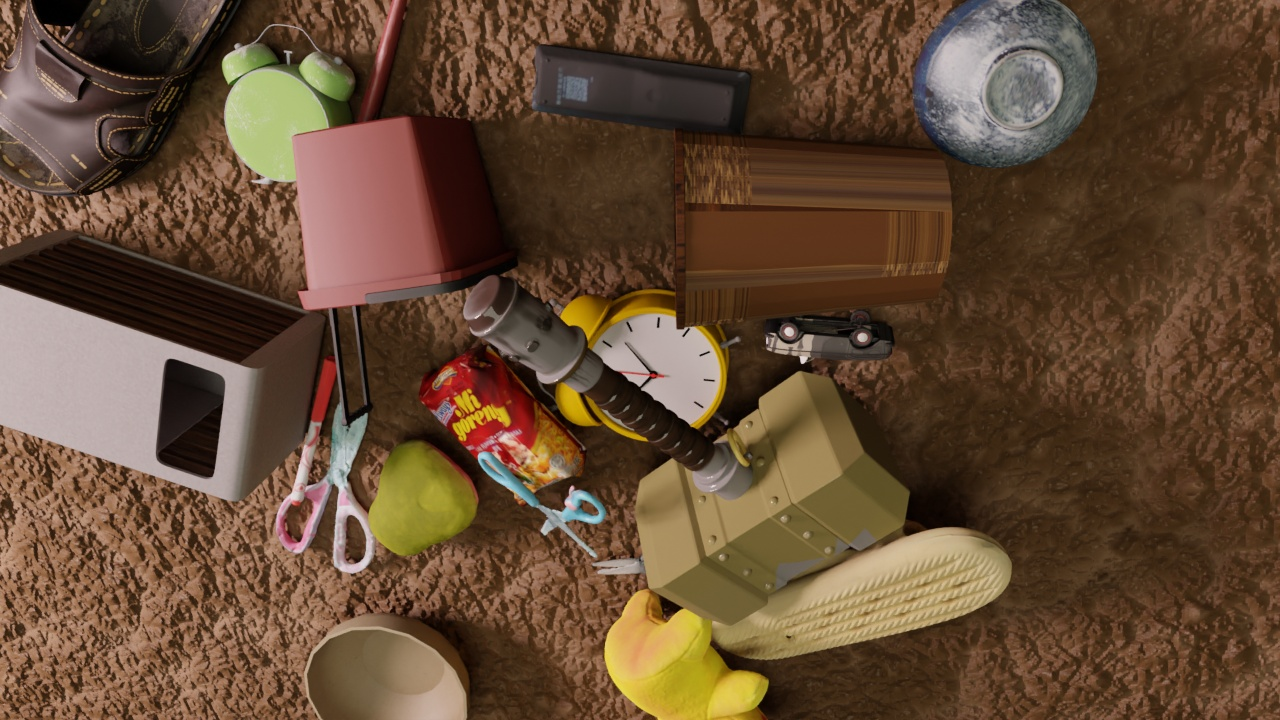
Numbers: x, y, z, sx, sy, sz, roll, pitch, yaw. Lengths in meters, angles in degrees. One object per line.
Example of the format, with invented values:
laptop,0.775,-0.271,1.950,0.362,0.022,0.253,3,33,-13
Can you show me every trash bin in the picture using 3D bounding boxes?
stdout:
trash bin,-0.383,0.000,0.713,0.229,0.114,0.115,18,113,0

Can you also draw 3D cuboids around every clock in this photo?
clock,-0.004,0.004,0.698,0.152,0.052,0.114,6,113,2
clock,-0.252,-0.178,0.661,0.094,0.042,0.119,7,113,4

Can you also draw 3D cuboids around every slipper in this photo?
slipper,-0.382,-0.210,0.647,0.268,0.075,0.113,-38,102,20
slipper,0.167,0.173,0.732,0.262,0.079,0.111,-31,128,34

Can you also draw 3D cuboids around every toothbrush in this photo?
toothbrush,-0.169,-0.253,0.633,0.016,0.016,0.190,24,114,2

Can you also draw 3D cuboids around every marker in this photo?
marker,-0.275,0.061,0.772,0.013,0.012,0.142,20,109,-1

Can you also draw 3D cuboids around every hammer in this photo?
hammer,0.014,0.045,0.613,0.191,0.100,0.324,-37,128,21

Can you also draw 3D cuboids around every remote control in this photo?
remote control,-0.001,-0.185,0.633,0.150,0.022,0.047,9,113,5

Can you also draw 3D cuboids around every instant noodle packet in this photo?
instant noodle packet,-0.109,0.052,0.722,0.135,0.039,0.099,49,141,-14

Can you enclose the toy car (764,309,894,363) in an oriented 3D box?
toy car,0.137,-0.015,0.673,0.092,0.040,0.037,5,116,9

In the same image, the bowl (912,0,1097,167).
bowl,0.236,-0.176,0.584,0.114,0.060,0.114,3,112,7

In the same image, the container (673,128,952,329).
container,0.107,-0.088,0.608,0.167,0.132,0.132,-1,112,2

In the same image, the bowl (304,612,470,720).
bowl,-0.226,0.291,0.847,0.152,0.050,0.152,3,113,7

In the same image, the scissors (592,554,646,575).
scissors,0.037,0.166,0.775,0.127,0.019,0.142,35,119,-13

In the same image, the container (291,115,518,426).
container,-0.161,-0.061,0.640,0.127,0.148,0.201,-6,102,11

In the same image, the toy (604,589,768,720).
toy,0.048,0.288,0.764,0.135,0.087,0.194,1,127,51

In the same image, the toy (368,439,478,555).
toy,-0.189,0.120,0.771,0.090,0.051,0.110,44,114,-8

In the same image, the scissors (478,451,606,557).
scissors,-0.076,0.108,0.706,0.133,0.015,0.135,35,146,-1

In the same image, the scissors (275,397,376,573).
scissors,-0.251,0.111,0.797,0.103,0.016,0.179,29,110,0
